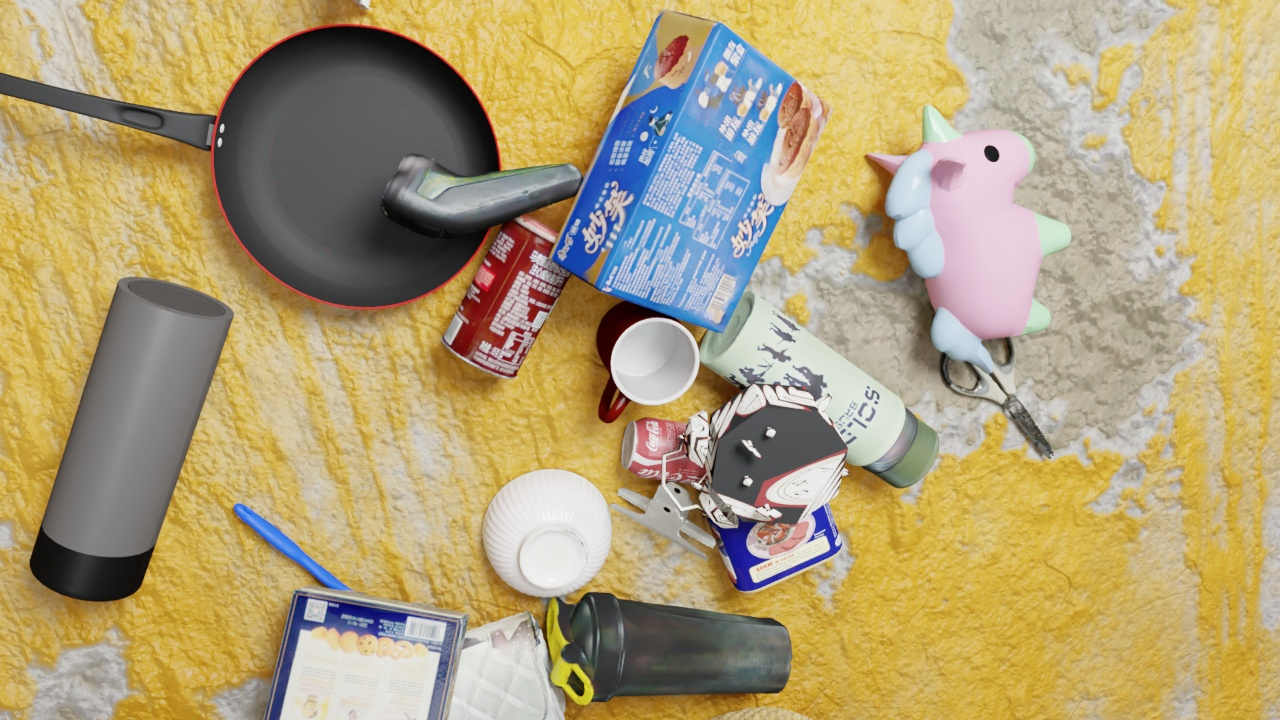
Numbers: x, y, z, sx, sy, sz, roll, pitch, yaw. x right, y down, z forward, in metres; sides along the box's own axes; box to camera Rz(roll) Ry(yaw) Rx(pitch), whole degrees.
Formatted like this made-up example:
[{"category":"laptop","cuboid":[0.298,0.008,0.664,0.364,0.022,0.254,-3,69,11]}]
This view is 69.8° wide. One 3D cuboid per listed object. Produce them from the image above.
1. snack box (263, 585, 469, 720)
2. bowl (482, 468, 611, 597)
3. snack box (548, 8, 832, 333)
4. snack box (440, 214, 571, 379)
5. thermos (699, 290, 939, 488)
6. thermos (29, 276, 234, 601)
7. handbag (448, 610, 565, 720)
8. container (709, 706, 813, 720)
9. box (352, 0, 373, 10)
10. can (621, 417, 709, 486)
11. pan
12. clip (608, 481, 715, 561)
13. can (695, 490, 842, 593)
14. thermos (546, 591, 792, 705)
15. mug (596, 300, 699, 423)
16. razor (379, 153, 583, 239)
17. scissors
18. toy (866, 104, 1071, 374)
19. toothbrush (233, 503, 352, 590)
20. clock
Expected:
[{"category":"snack box","cuboid":[-0.230,0.273,0.769,0.144,0.043,0.145,11,81,-2]},{"category":"bowl","cuboid":[-0.080,0.161,0.810,0.118,0.062,0.118,-3,105,-10]},{"category":"snack box","cuboid":[0.042,-0.139,0.714,0.154,0.069,0.203,16,104,-46]},{"category":"snack box","cuboid":[-0.103,-0.053,0.744,0.072,0.072,0.121,27,99,-16]},{"category":"thermos","cuboid":[0.162,0.034,0.817,0.231,0.082,0.082,33,96,-17]},{"category":"thermos","cuboid":[-0.396,0.062,0.713,0.082,0.082,0.240,21,100,-15]},{"category":"handbag","cuboid":[-0.168,0.318,0.830,0.195,0.072,0.139,-20,105,-5]},{"category":"container","cuboid":[0.086,0.463,0.803,0.307,0.307,0.196,-34,100,-1]},{"category":"box","cuboid":[-0.189,-0.345,0.614,0.040,0.134,0.197,0,105,-22]},{"category":"can","cuboid":[0.035,0.081,0.814,0.096,0.054,0.054,10,103,-13]},{"category":"pan","cuboid":[-0.282,-0.159,0.682,0.356,0.067,0.209,12,102,-14]},{"category":"clip","cuboid":[0.020,0.139,0.805,0.102,0.059,0.050,27,59,10]},{"category":"can","cuboid":[0.121,0.150,0.849,0.116,0.056,0.092,-23,109,-4]},{"category":"thermos","cuboid":[0.026,0.268,0.844,0.220,0.098,0.098,9,103,-17]},{"category":"mug","cuboid":[-0.005,0.004,0.771,0.073,0.082,0.106,32,97,-17]},{"category":"razor","cuboid":[-0.117,-0.129,0.682,0.151,0.054,0.067,-15,92,-16]},{"category":"scissors","cuboid":[0.345,0.042,0.885,0.121,0.012,0.171,-15,109,-3]},{"category":"toy","cuboid":[0.279,-0.097,0.789,0.171,0.120,0.222,2,104,-21]},{"category":"toothbrush","cuboid":[-0.284,0.186,0.802,0.018,0.016,0.182,-41,108,7]},{"category":"clock","cuboid":[0.092,0.087,0.756,0.155,0.065,0.115,-17,114,3]}]
